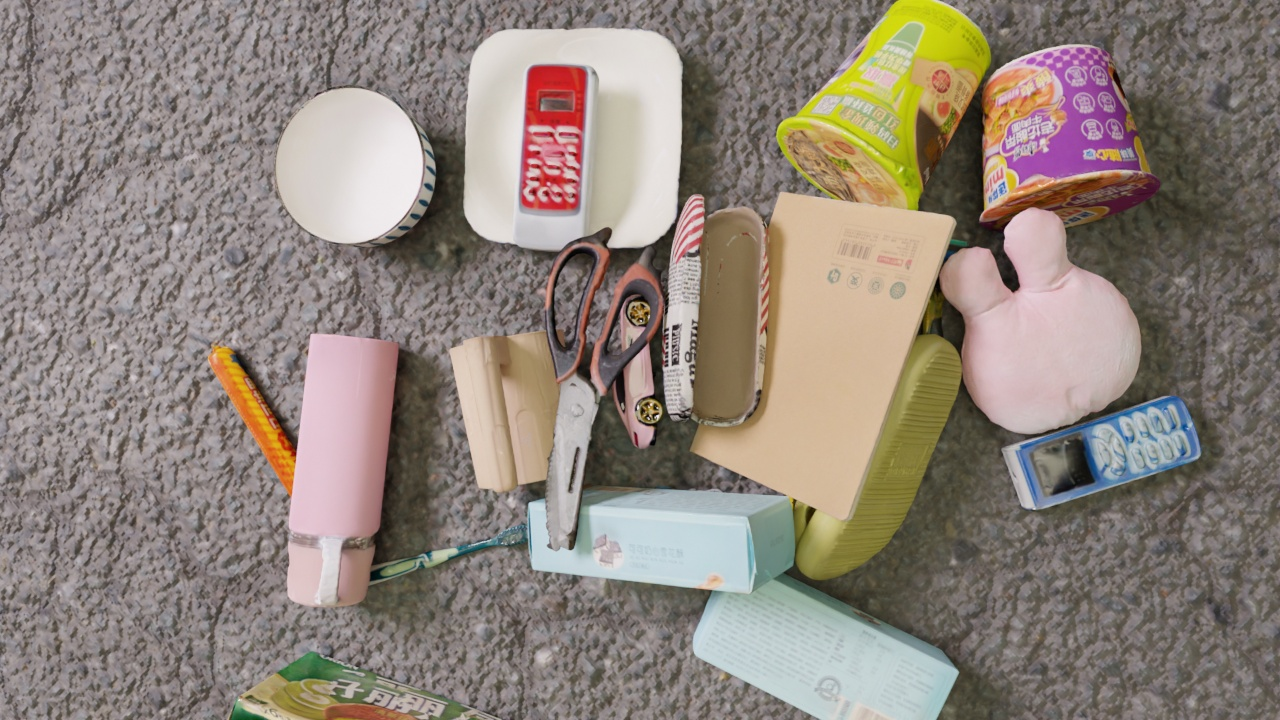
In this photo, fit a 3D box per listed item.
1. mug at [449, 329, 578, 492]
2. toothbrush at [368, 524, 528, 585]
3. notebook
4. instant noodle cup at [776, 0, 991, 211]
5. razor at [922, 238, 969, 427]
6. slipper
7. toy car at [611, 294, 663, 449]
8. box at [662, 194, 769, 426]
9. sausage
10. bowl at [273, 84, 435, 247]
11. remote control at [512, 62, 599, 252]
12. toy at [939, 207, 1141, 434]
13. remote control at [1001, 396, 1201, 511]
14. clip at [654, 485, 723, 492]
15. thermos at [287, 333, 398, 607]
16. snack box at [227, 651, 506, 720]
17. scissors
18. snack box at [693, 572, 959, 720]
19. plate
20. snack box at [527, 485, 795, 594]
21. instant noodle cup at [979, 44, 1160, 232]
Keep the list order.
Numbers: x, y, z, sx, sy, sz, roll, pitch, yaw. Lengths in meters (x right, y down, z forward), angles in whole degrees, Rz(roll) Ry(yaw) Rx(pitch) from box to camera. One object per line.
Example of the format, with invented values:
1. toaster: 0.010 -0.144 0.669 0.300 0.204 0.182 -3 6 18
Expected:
1. mug: -0.090 0.035 0.650 0.084 0.124 0.103 -11 90 6
2. toothbrush: -0.172 0.157 0.711 0.192 0.018 0.016 -16 87 6
3. notebook: 0.120 -0.011 0.639 0.148 0.008 0.207 20 92 46
4. instant noodle cup: 0.175 -0.178 0.633 0.111 0.112 0.123 35 86 6
5. razor: 0.215 -0.018 0.666 0.042 0.022 0.143 0 94 -37
6. slipper: 0.156 0.062 0.650 0.081 0.091 0.191 36 107 45
7. toy car: -0.004 0.004 0.675 0.037 0.056 0.122 -5 88 -1
8. box: 0.041 -0.036 0.650 0.076 0.087 0.163 1 84 37
9. sausage: -0.296 0.055 0.725 0.021 0.021 0.165 -33 86 5
10. bowl: -0.207 -0.141 0.693 0.116 0.066 0.116 0 90 8
11. remote control: -0.062 -0.147 0.664 0.056 0.020 0.136 5 90 5
12. toy: 0.272 -0.024 0.628 0.121 0.054 0.159 -30 109 6
13. remote control: 0.326 0.065 0.650 0.125 0.024 0.049 -19 87 5
14. clip: 0.036 0.106 0.688 0.058 0.038 0.026 -5 87 8
15. thermos: -0.222 0.080 0.679 0.067 0.087 0.198 7 85 -17
16. snack box: -0.166 0.291 0.661 0.240 0.114 0.063 17 90 7
17. scissors: -0.026 0.021 0.627 0.185 0.015 0.208 -28 81 -7
18. snack box: 0.130 0.210 0.659 0.175 0.051 0.074 25 91 5
19. plate: -0.049 -0.165 0.691 0.164 0.034 0.164 3 91 7
20. snack box: 0.012 0.119 0.631 0.175 0.074 0.051 -2 92 31
21. instant noodle cup: 0.281 -0.150 0.620 0.111 0.111 0.099 -5 81 6
